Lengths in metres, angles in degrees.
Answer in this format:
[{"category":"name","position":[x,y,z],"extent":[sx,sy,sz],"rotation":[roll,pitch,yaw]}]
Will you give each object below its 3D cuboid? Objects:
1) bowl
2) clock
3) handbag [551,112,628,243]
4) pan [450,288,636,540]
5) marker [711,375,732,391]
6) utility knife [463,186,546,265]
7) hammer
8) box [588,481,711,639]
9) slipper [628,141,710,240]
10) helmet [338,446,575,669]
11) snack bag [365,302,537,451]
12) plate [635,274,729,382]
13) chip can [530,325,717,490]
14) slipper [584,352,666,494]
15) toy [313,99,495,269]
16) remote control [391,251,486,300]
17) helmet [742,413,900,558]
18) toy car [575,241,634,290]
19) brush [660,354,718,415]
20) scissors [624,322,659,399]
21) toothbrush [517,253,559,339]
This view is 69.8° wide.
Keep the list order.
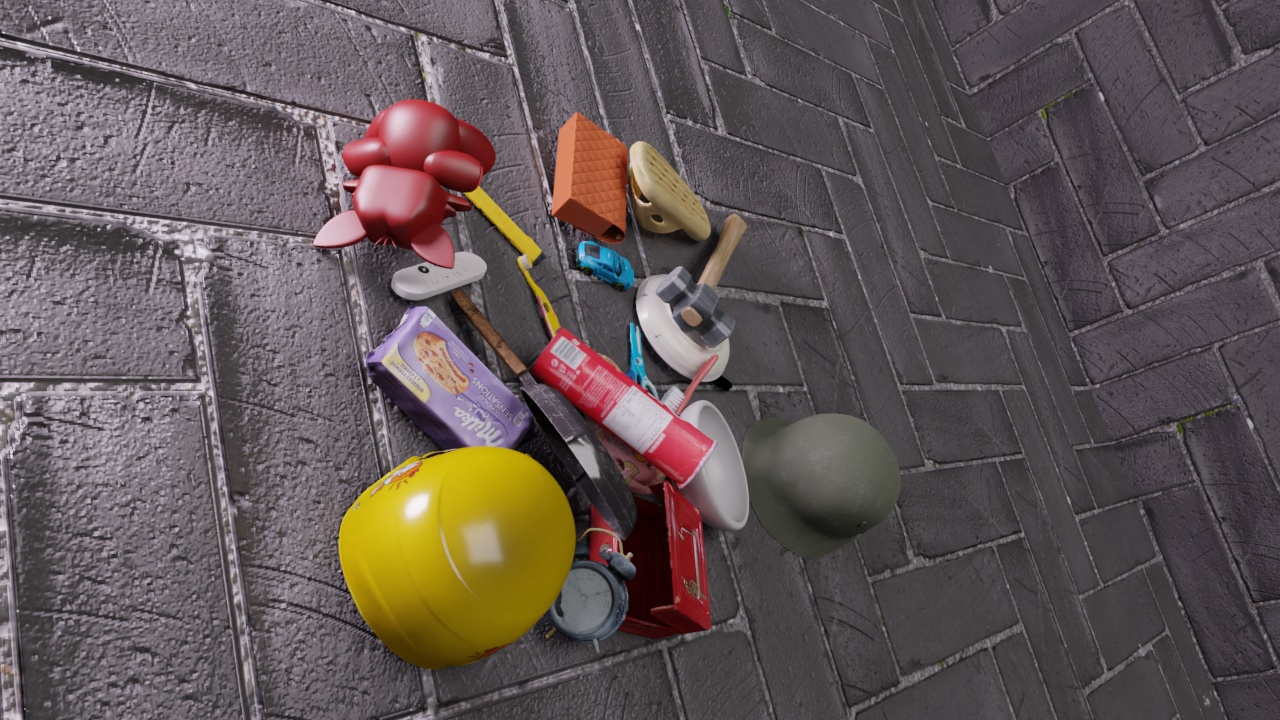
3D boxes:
[{"category":"bowl","position":[0.082,0.145,1.221],"extent":[0.176,0.066,0.176],"rotation":[51,28,-42]},{"category":"clock","position":[-0.055,0.247,0.998],"extent":[0.052,0.090,0.129],"rotation":[66,38,-70]},{"category":"handbag","position":[-0.068,-0.254,1.310],"extent":[0.108,0.060,0.171],"rotation":[25,49,-30]},{"category":"pan","position":[-0.109,0.047,1.035],"extent":[0.040,0.208,0.357],"rotation":[-33,75,-11]},{"category":"marker","position":[0.088,0.016,1.358],"extent":[0.138,0.016,0.022],"rotation":[27,33,-34]},{"category":"utility knife","position":[-0.181,-0.183,1.184],"extent":[0.155,0.017,0.030],"rotation":[48,36,-17]},{"category":"hammer","position":[0.116,-0.144,1.406],"extent":[0.117,0.051,0.321],"rotation":[45,35,-12]},{"category":"box","position":[0.009,0.243,1.093],"extent":[0.136,0.123,0.157],"rotation":[44,36,-48]},{"category":"slipper","position":[0.029,-0.246,1.406],"extent":[0.261,0.079,0.111],"rotation":[26,46,-60]},{"category":"helmet","position":[-0.150,0.174,0.875],"extent":[0.239,0.140,0.209],"rotation":[-31,92,-34]},{"category":"snack bag","position":[-0.204,0.043,0.995],"extent":[0.205,0.059,0.096],"rotation":[50,45,-20]},{"category":"plate","position":[0.073,-0.056,1.355],"extent":[0.182,0.034,0.182],"rotation":[28,44,-31]},{"category":"chip can","position":[-0.022,0.056,1.092],"extent":[0.233,0.073,0.072],"rotation":[37,42,1]},{"category":"slipper","position":[-0.016,0.073,1.164],"extent":[0.093,0.082,0.197],"rotation":[-22,83,-50]},{"category":"toy","position":[-0.258,-0.194,1.023],"extent":[0.158,0.121,0.196],"rotation":[11,65,-1]},{"category":"remote control","position":[-0.232,-0.099,1.068],"extent":[0.043,0.013,0.136],"rotation":[40,36,16]},{"category":"helmet","position":[0.302,0.172,1.392],"extent":[0.267,0.154,0.226],"rotation":[21,54,-39]},{"category":"toy car","position":[-0.045,-0.136,1.291],"extent":[0.105,0.032,0.048],"rotation":[25,51,-38]},{"category":"brush","position":[0.055,0.045,1.263],"extent":[0.030,0.041,0.171],"rotation":[42,58,-8]},{"category":"scissors","position":[-0.009,0.005,1.264],"extent":[0.083,0.015,0.140],"rotation":[14,61,-43]},{"category":"toothbrush","position":[-0.126,-0.075,1.179],"extent":[0.021,0.016,0.135],"rotation":[-17,81,-55]}]
